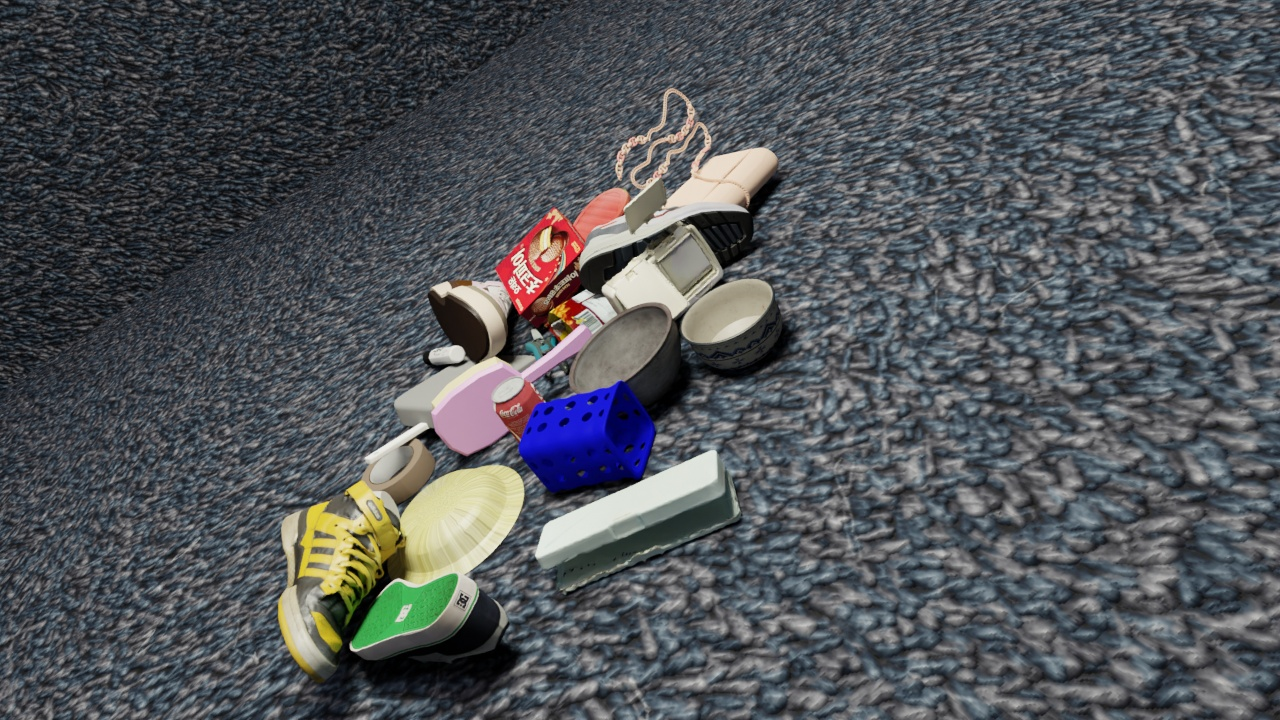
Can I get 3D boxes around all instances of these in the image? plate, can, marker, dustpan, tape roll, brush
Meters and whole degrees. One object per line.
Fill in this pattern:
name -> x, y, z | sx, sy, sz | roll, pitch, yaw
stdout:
plate -> -0.224, 0.178, 1.057 | 0.185, 0.036, 0.184 | -23, 32, 15
can -> -0.130, 0.068, 1.072 | 0.054, 0.096, 0.054 | -23, 32, 15
marker -> -0.297, -0.006, 1.377 | 0.025, 0.025, 0.126 | -48, 21, -25
dustpan -> -0.272, 0.061, 1.243 | 0.163, 0.033, 0.256 | 0, 26, 42
tape roll -> -0.315, 0.145, 1.191 | 0.094, 0.030, 0.093 | -23, 32, 15
brush -> -0.159, 0.027, 1.164 | 0.228, 0.089, 0.043 | -36, 26, -5

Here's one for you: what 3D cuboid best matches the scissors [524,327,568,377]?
scissors -> -0.137, -0.013, 1.257 | 0.130, 0.019, 0.134 | 9, 32, 26

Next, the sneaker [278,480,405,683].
sneaker -> -0.308, 0.220, 0.967 | 0.122, 0.086, 0.238 | -31, 37, -3

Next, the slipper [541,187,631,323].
slipper -> -0.079, -0.151, 1.382 | 0.104, 0.059, 0.248 | 15, 70, 50

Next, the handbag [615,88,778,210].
handbag -> 0.085, -0.280, 1.292 | 0.117, 0.187, 0.198 | -6, 34, 48

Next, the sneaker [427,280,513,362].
sneaker -> -0.224, -0.074, 1.356 | 0.116, 0.112, 0.294 | -26, 15, -17

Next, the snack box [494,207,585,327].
snack box -> -0.140, -0.140, 1.355 | 0.133, 0.036, 0.152 | -45, 37, 8

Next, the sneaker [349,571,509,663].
sneaker -> -0.210, 0.264, 0.901 | 0.236, 0.079, 0.084 | -23, 34, 47

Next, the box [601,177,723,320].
box -> 0.017, -0.120, 1.126 | 0.143, 0.182, 0.081 | -43, 33, -6

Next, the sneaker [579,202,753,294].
sneaker -> 0.024, -0.175, 1.238 | 0.240, 0.089, 0.124 | -18, 38, -1

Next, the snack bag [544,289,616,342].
snack bag -> -0.026, -0.097, 1.254 | 0.207, 0.067, 0.139 | -41, 37, -20

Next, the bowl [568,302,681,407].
bowl -> -0.006, 0.006, 1.069 | 0.145, 0.067, 0.144 | -30, 30, 19

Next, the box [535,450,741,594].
box -> -0.006, 0.151, 0.886 | 0.199, 0.072, 0.085 | -26, 50, 12

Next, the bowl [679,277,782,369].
bowl -> 0.109, -0.035, 1.043 | 0.116, 0.059, 0.115 | -23, 32, 15

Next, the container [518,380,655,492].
container -> -0.059, 0.085, 0.997 | 0.114, 0.084, 0.084 | -15, 36, 29

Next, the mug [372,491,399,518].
mug -> -0.340, 0.195, 1.120 | 0.089, 0.071, 0.107 | -27, 4, 2
